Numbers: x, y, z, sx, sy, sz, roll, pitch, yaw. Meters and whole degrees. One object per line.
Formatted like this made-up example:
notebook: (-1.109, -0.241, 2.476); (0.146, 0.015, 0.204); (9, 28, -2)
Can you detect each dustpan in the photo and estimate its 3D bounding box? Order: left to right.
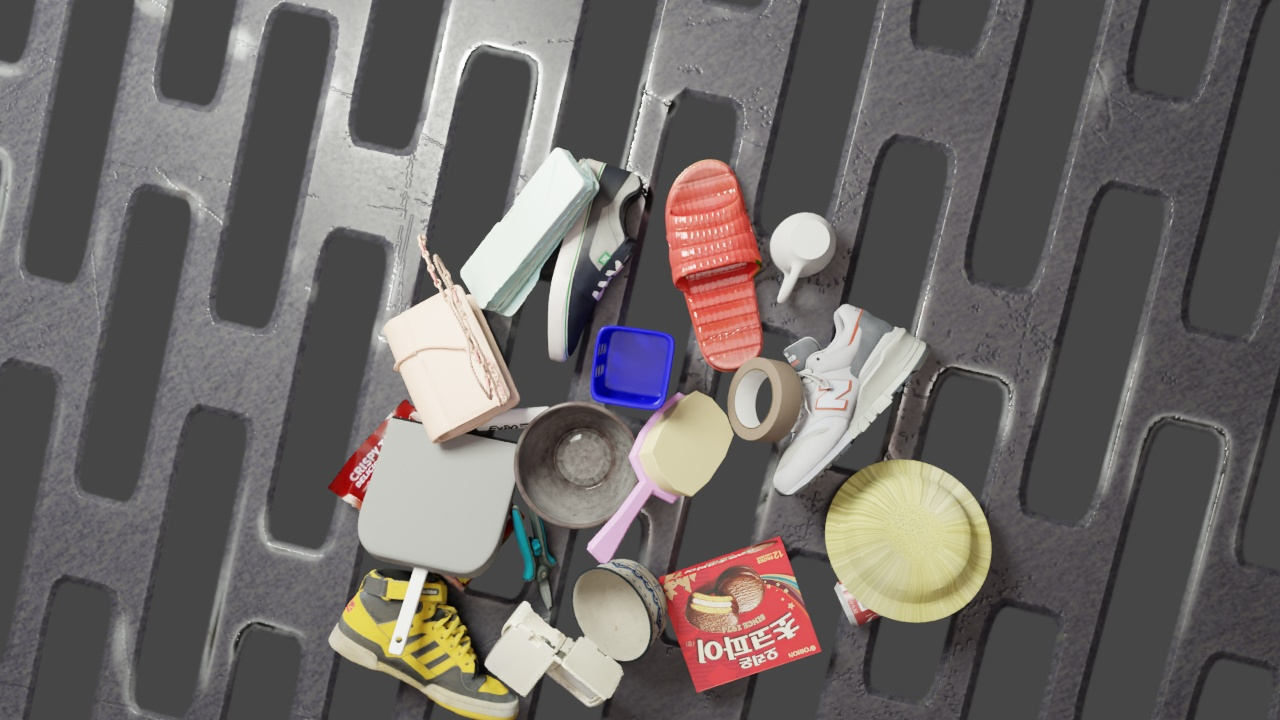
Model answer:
dustpan: (-0.241, 0.201, 1.042); (0.163, 0.033, 0.257); (11, 65, 3)

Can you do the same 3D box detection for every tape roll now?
tape roll: (0.138, 0.045, 1.031); (0.030, 0.094, 0.093); (9, 93, -31)

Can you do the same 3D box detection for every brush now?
brush: (0.021, 0.129, 1.011); (0.089, 0.043, 0.228); (49, 56, -15)

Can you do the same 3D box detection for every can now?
can: (0.278, 0.264, 1.058); (0.096, 0.054, 0.054); (-25, 90, 4)

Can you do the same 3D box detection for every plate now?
plate: (0.303, 0.196, 1.028); (0.184, 0.036, 0.184); (-1, 69, 3)

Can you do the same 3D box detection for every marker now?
marker: (-0.170, 0.071, 1.095); (0.126, 0.025, 0.025); (-3, 92, 4)

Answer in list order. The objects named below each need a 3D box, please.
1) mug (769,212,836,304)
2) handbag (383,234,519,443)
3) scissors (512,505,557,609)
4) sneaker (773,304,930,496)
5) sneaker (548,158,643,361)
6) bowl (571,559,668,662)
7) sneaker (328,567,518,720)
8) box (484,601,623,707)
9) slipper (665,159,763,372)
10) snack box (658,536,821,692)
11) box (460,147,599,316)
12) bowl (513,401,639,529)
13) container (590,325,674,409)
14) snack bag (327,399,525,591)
mug: (0.179, -0.115, 1.033); (0.071, 0.089, 0.107); (21, 93, 3)
handbag: (-0.235, -0.014, 1.012); (0.116, 0.187, 0.198); (-26, 78, 2)
scissors: (-0.129, 0.230, 1.080); (0.019, 0.135, 0.130); (10, 74, 45)
sneaker: (0.207, 0.034, 1.046); (0.124, 0.089, 0.239); (44, 85, 6)
sneaker: (-0.050, -0.109, 1.054); (0.079, 0.084, 0.235); (14, 89, 3)
bowl: (-0.017, 0.282, 1.061); (0.116, 0.059, 0.115); (12, 110, 35)
sneaker: (-0.235, 0.324, 1.078); (0.238, 0.086, 0.122); (24, 92, 1)
box: (-0.096, 0.337, 1.017); (0.143, 0.182, 0.080); (36, 61, 6)
slipper: (0.087, -0.108, 1.056); (0.103, 0.059, 0.249); (-10, 93, 4)
snack box: (0.116, 0.298, 1.079); (0.152, 0.036, 0.132); (-20, 91, 4)
box: (-0.124, -0.141, 1.026); (0.072, 0.085, 0.199); (31, 115, -25)
bowl: (-0.070, 0.118, 1.069); (0.145, 0.067, 0.145); (0, 92, 4)
container: (-0.006, 0.006, 1.038); (0.084, 0.113, 0.085); (9, 92, 3)
snack bag: (-0.251, 0.162, 1.086); (0.208, 0.066, 0.139); (40, 87, 3)
